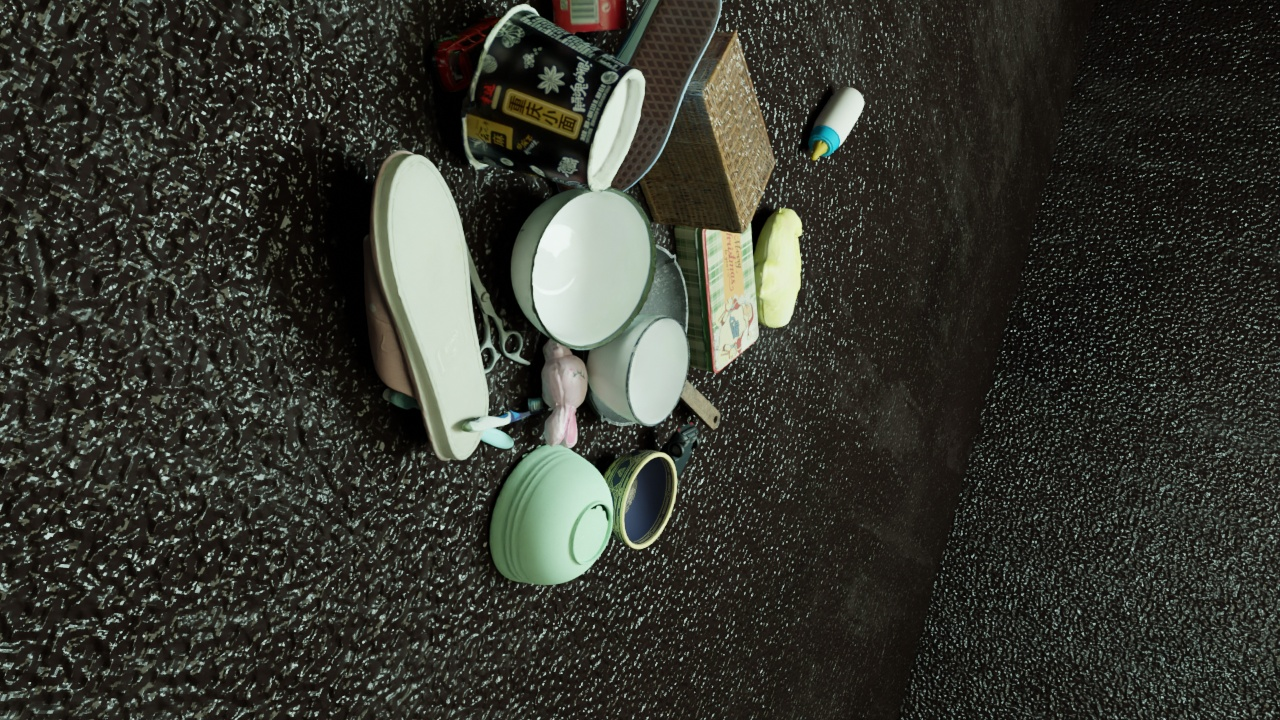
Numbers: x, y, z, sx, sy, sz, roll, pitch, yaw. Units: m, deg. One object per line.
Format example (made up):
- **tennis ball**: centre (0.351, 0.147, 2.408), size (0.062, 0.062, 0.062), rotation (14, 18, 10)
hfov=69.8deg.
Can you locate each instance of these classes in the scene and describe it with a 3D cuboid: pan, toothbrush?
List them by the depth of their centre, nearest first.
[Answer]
- **toothbrush**: centre (-0.167, 0.055, 0.830), size (0.180, 0.017, 0.016), rotation (35, 70, -57)
- **toothbrush**: centre (-0.123, 0.049, 0.844), size (0.188, 0.016, 0.017), rotation (-13, 100, -77)
- **pan**: centre (0.019, 0.005, 1.078), size (0.357, 0.040, 0.207), rotation (48, 61, -53)

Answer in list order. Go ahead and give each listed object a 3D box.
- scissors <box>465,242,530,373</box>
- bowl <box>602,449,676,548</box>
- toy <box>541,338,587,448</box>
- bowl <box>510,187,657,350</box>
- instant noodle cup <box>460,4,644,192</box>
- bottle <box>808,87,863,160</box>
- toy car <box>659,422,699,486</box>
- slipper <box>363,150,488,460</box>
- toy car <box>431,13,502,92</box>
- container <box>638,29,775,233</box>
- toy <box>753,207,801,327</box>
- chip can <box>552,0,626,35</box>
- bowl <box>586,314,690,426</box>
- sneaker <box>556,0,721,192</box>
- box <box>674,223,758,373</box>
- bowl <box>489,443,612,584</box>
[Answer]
- **scissors**: centre (-0.135, -0.052, 0.842), size (0.094, 0.014, 0.171), rotation (-27, 126, -48)
- **bowl**: centre (-0.013, 0.154, 1.058), size (0.112, 0.061, 0.112), rotation (-26, 122, -51)
- **toy**: centre (-0.076, 0.033, 0.917), size (0.063, 0.047, 0.110), rotation (35, 57, -84)
- **bowl**: centre (-0.063, -0.092, 0.870), size (0.153, 0.073, 0.153), rotation (-20, 120, -40)
- **instant noodle cup**: centre (-0.066, -0.208, 0.759), size (0.137, 0.112, 0.137), rotation (24, 89, -80)
- **bottle**: centre (0.280, -0.341, 1.345), size (0.145, 0.051, 0.051), rotation (-57, 142, -29)
- **toy car**: centre (0.037, 0.125, 1.134), size (0.046, 0.034, 0.112), rotation (-21, 143, -51)
- **slipper**: centre (-0.176, -0.034, 0.735), size (0.113, 0.054, 0.275), rotation (-62, 153, -51)
- **toy car**: centre (-0.134, -0.253, 0.755), size (0.091, 0.036, 0.042), rotation (-52, 140, -44)
- **container**: centre (0.060, -0.245, 0.982), size (0.112, 0.114, 0.199), rotation (-61, 146, -29)
- **toy**: centre (0.190, -0.126, 1.270), size (0.154, 0.065, 0.171), rotation (-31, 127, -56)
- **chip can**: centre (-0.049, -0.406, 0.796), size (0.073, 0.073, 0.233), rotation (-31, 127, -49)
- **bowl**: centre (-0.006, 0.006, 0.947), size (0.116, 0.066, 0.116), rotation (-25, 121, -51)
- **sneaker**: centre (0.000, -0.258, 0.867), size (0.242, 0.083, 0.098), rotation (-55, -163, 27)
- **box**: centre (0.098, -0.095, 1.156), size (0.117, 0.050, 0.206), rotation (-39, 131, -45)
- **bowl**: centre (-0.079, 0.167, 0.949), size (0.150, 0.077, 0.151), rotation (-28, 124, -50)
